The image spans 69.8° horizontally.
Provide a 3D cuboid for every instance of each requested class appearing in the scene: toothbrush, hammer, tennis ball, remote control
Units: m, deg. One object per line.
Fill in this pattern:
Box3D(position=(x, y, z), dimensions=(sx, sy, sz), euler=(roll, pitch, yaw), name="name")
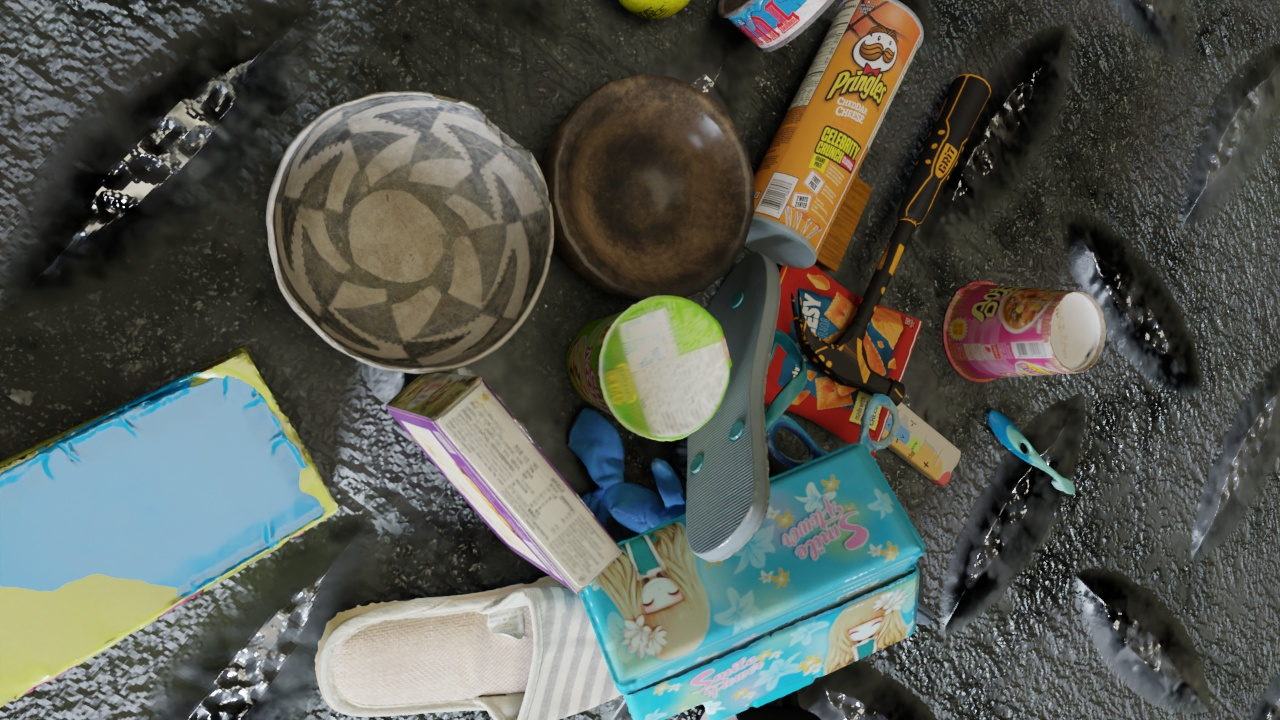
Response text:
Box3D(position=(0.379, 0.090, 0.894), dimensions=(0.135, 0.017, 0.022), euler=(39, 77, -18), name="toothbrush")
Box3D(position=(0.226, -0.120, 0.783), dimensions=(0.123, 0.036, 0.320), euler=(33, 72, -14), name="hammer")
Box3D(position=(0.010, -0.288, 0.681), dimensions=(0.065, 0.065, 0.065), euler=(-1, 92, -25), name="tennis ball")
Box3D(position=(0.244, 0.070, 0.830), dimensions=(0.125, 0.018, 0.038), euler=(35, 78, -23), name="remote control")

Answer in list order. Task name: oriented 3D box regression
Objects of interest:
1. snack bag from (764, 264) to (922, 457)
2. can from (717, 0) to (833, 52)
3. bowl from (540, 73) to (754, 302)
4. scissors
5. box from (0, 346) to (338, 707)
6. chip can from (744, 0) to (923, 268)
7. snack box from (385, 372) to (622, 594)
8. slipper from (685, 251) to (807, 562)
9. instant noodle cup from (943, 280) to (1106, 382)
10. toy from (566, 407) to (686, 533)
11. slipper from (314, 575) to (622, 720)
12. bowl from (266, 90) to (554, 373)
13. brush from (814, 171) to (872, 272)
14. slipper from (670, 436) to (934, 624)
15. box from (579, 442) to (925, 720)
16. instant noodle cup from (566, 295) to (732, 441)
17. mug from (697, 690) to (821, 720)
Box3D(position=(0.160, -0.005, 0.776), dimensions=(0.144, 0.039, 0.130), euler=(25, 80, -17), name="snack bag")
Box3D(position=(0.118, -0.301, 0.694), dimensions=(0.044, 0.130, 0.129), euler=(34, 78, -22), name="can")
Box3D(position=(-0.001, -0.123, 0.680), dimensions=(0.162, 0.070, 0.162), euler=(-1, 93, -24), name="bowl")
Box3D(position=(0.153, 0.074, 0.706), dimensions=(0.139, 0.011, 0.133), euler=(29, 67, -13), name="scissors")
Box3D(position=(-0.308, 0.092, 0.547), dimensions=(0.220, 0.083, 0.124), euler=(-33, 106, -23), name="box")
Box3D(position=(0.151, -0.186, 0.743), dimensions=(0.075, 0.075, 0.214), euler=(31, 79, -22), name="chip can")
Box3D(position=(-0.095, 0.075, 0.603), dimensions=(0.040, 0.148, 0.143), euler=(-43, 108, -19), name="snack box")
Box3D(position=(0.074, 0.032, 0.664), dimensions=(0.054, 0.098, 0.268), euler=(32, 44, -22), name="slipper")
Box3D(position=(0.347, -0.025, 0.822), dimensions=(0.097, 0.109, 0.097), euler=(-1, 93, -25), name="instant noodle cup")
Box3D(position=(0.010, 0.123, 0.695), dimensions=(0.176, 0.071, 0.113), euler=(26, 103, -6), name="toy")
Box3D(position=(-0.089, 0.209, 0.658), dimensions=(0.272, 0.054, 0.114), euler=(-1, 108, -20), name="slipper")
Box3D(position=(-0.154, -0.082, 0.607), dimensions=(0.178, 0.081, 0.178), euler=(-1, 93, -24), name="bowl")
Box3D(position=(0.172, -0.141, 0.787), dimensions=(0.048, 0.017, 0.126), euler=(29, 80, -23), name="brush")
Box3D(position=(0.142, 0.120, 0.748), dimensions=(0.263, 0.101, 0.082), euler=(38, 69, -15), name="slipper")
Box3D(position=(0.084, 0.172, 0.633), dimensions=(0.227, 0.086, 0.169), euler=(-21, 97, -8), name="box")
Box3D(position=(-0.004, 0.004, 0.664), dimensions=(0.098, 0.108, 0.099), euler=(-1, 92, -25), name="instant noodle cup")
Box3D(position=(0.099, 0.303, 0.747), dimensions=(0.088, 0.078, 0.113), euler=(17, 59, -24), name="mug")
